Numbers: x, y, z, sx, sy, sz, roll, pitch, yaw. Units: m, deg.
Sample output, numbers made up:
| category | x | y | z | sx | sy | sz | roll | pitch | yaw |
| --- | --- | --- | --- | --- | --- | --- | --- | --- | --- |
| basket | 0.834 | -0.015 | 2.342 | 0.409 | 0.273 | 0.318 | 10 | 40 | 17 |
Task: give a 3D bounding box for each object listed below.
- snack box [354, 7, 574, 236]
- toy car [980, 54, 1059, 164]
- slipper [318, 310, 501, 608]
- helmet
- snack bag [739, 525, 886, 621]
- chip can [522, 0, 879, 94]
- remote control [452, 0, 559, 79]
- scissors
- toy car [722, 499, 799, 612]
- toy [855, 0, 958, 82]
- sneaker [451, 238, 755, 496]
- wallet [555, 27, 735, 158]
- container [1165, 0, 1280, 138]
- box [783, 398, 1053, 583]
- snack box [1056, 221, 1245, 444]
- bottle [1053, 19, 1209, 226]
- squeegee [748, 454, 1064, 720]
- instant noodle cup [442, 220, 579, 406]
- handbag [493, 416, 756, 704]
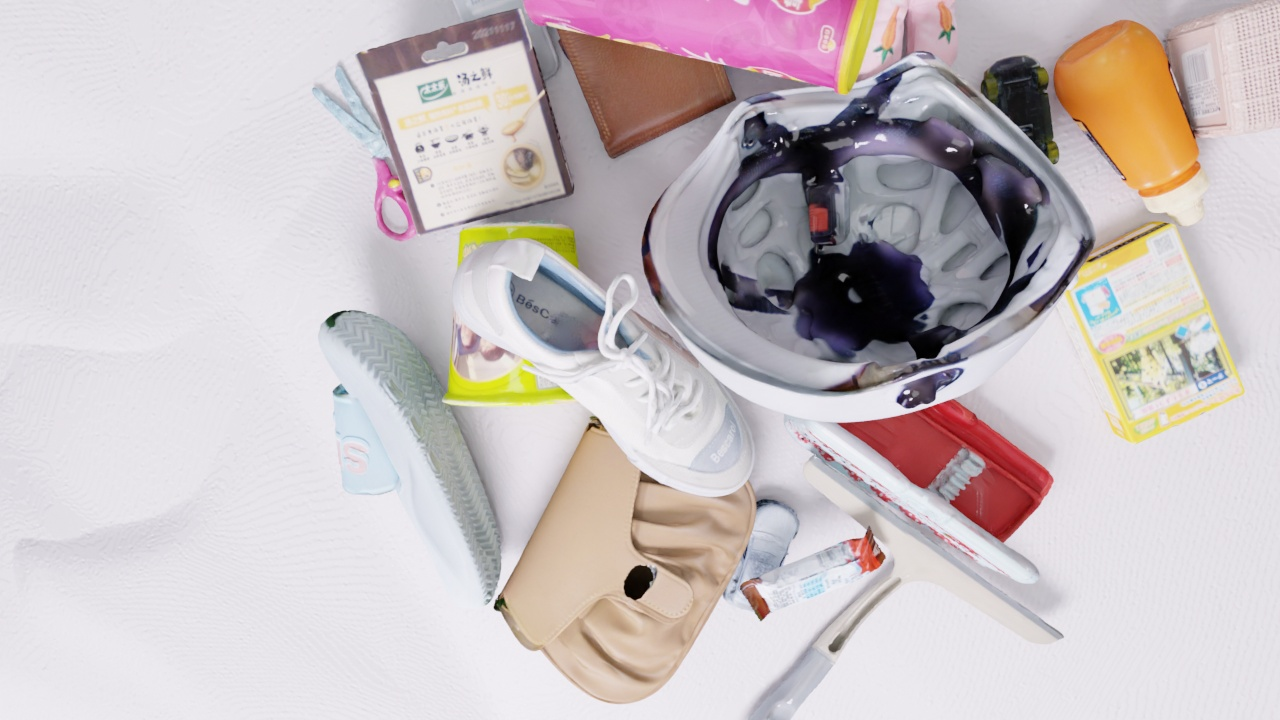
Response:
| category | x | y | z | sx | sy | sz | roll | pitch | yaw |
| --- | --- | --- | --- | --- | --- | --- | --- | --- | --- |
| snack box | -0.115 | -0.160 | 0.626 | 0.113 | 0.053 | 0.126 | -15 | 108 | 1 |
| toy car | 0.260 | -0.164 | 0.636 | 0.042 | 0.035 | 0.090 | -11 | 100 | 3 |
| slipper | -0.173 | 0.076 | 0.673 | 0.074 | 0.104 | 0.245 | -19 | 106 | 8 |
| helmet | 0.136 | -0.056 | 0.592 | 0.258 | 0.146 | 0.229 | -28 | 61 | -6 |
| snack bag | 0.125 | 0.154 | 0.661 | 0.104 | 0.026 | 0.048 | -25 | 127 | 8 |
| chip can | 0.035 | -0.221 | 0.565 | 0.211 | 0.071 | 0.071 | 17 | 102 | 14 |
| remote control | -0.103 | -0.256 | 0.633 | 0.056 | 0.020 | 0.136 | -19 | 109 | 6 |
| scissors | -0.182 | -0.159 | 0.668 | 0.084 | 0.017 | 0.137 | -25 | 96 | 8 |
| toy car | 0.092 | 0.152 | 0.708 | 0.043 | 0.034 | 0.091 | 20 | 100 | 2 |
| toy | 0.171 | -0.261 | 0.605 | 0.121 | 0.054 | 0.159 | -20 | 110 | -20 |
| sneaker | -0.004 | 0.003 | 0.580 | 0.242 | 0.091 | 0.089 | 38 | 68 | -20 |
| wallet | -0.001 | -0.218 | 0.640 | 0.101 | 0.032 | 0.124 | -21 | 99 | 9 |
| container | 0.420 | -0.196 | 0.597 | 0.111 | 0.090 | 0.090 | -13 | 100 | 8 |
| box | 0.203 | 0.073 | 0.653 | 0.201 | 0.101 | 0.095 | 35 | 101 | -5 |
| snack box | 0.363 | -0.019 | 0.662 | 0.087 | 0.033 | 0.140 | -28 | 97 | 7 |
| bottle | 0.342 | -0.154 | 0.624 | 0.067 | 0.066 | 0.149 | -36 | 105 | 9 |
| squeegee | 0.150 | 0.228 | 0.717 | 0.246 | 0.039 | 0.247 | 35 | 103 | -9 |
| instant noodle cup | -0.084 | -0.034 | 0.646 | 0.112 | 0.111 | 0.123 | -1 | 93 | 3 |
| handbag | -0.008 | 0.146 | 0.677 | 0.148 | 0.099 | 0.204 | 27 | 95 | -6 |
